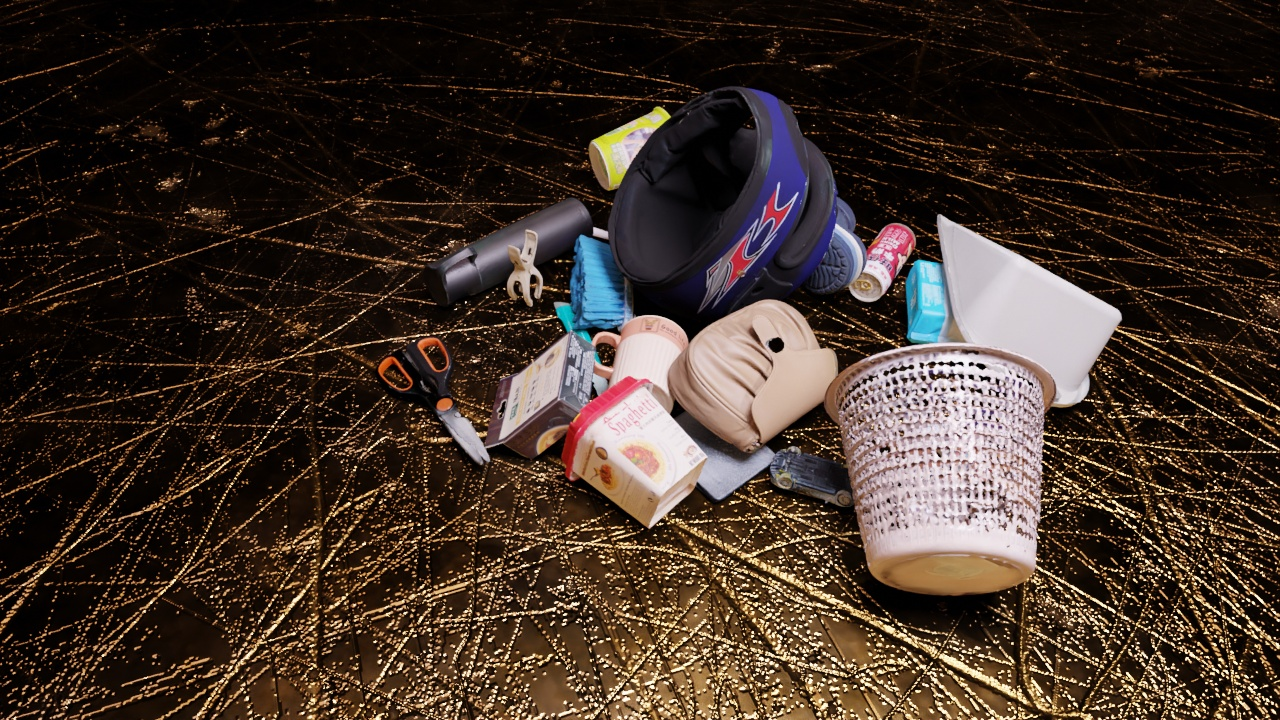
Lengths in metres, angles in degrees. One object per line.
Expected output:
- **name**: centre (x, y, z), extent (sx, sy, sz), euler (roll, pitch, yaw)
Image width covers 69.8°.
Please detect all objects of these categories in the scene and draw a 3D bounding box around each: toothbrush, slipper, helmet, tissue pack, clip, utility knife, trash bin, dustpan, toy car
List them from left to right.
- **clip**: centre (-0.153, -0.120, 1.206), extent (0.035, 0.101, 0.074), euler (21, 47, 21)
- **utility knife**: centre (-0.070, -0.009, 1.154), extent (0.029, 0.013, 0.219), euler (-10, 42, -16)
- **toothbrush**: centre (-0.023, -0.177, 1.333), extent (0.180, 0.016, 0.016), euler (17, 43, 15)
- **helmet**: centre (0.126, -0.185, 1.142), extent (0.240, 0.317, 0.247), euler (3, 61, -38)
- **toy car**: centre (0.194, 0.130, 1.005), extent (0.106, 0.031, 0.048), euler (16, 47, 12)
- **slipper**: centre (0.249, -0.180, 1.288), extent (0.095, 0.105, 0.252), euler (-14, 39, -13)
- **tissue pack**: centre (0.397, -0.069, 1.203), extent (0.090, 0.063, 0.139), euler (11, 45, 2)
- **trash bin**: centre (0.298, 0.118, 0.902), extent (0.227, 0.228, 0.191), euler (4, 61, 2)
- **dustpan**: centre (0.477, -0.056, 1.172), extent (0.222, 0.143, 0.257), euler (26, 15, -12)

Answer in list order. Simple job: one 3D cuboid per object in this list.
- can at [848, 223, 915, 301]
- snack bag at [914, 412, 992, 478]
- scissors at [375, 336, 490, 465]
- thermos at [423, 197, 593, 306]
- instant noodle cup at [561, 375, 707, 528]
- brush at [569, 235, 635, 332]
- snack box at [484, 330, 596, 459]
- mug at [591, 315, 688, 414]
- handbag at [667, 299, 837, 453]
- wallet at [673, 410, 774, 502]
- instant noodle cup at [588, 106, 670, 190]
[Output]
- **can**: centre (0.337, -0.137, 1.280), extent (0.053, 0.053, 0.132), euler (24, 47, 21)
- **snack bag**: centre (0.357, 0.100, 1.049), extent (0.045, 0.026, 0.105), euler (-18, 45, -15)
- **scissors**: centre (-0.244, 0.057, 1.069), extent (0.139, 0.022, 0.234), euler (-15, 47, -3)
- **thermos**: centre (-0.173, -0.152, 1.250), extent (0.241, 0.090, 0.068), euler (-31, 84, -30)
- **instant noodle cup**: centre (-0.004, 0.100, 0.978), extent (0.124, 0.117, 0.116), euler (40, 54, 19)
- **brush**: centre (-0.040, -0.154, 1.267), extent (0.109, 0.061, 0.313), euler (10, 47, -17)
- **snack box**: centre (-0.112, 0.042, 1.041), extent (0.053, 0.126, 0.113), euler (35, 37, -25)
- **mug**: centre (-0.006, 0.006, 1.085), extent (0.114, 0.082, 0.105), euler (18, 45, -4)
- **handbag**: centre (0.137, 0.010, 1.055), extent (0.203, 0.100, 0.147), euler (-29, 74, -41)
- **wallet**: centre (0.080, 0.101, 1.043), extent (0.097, 0.019, 0.121), euler (-30, 53, -27)
- **instant noodle cup**: centre (-0.011, -0.322, 1.430), extent (0.123, 0.112, 0.111), euler (-22, 48, -14)
